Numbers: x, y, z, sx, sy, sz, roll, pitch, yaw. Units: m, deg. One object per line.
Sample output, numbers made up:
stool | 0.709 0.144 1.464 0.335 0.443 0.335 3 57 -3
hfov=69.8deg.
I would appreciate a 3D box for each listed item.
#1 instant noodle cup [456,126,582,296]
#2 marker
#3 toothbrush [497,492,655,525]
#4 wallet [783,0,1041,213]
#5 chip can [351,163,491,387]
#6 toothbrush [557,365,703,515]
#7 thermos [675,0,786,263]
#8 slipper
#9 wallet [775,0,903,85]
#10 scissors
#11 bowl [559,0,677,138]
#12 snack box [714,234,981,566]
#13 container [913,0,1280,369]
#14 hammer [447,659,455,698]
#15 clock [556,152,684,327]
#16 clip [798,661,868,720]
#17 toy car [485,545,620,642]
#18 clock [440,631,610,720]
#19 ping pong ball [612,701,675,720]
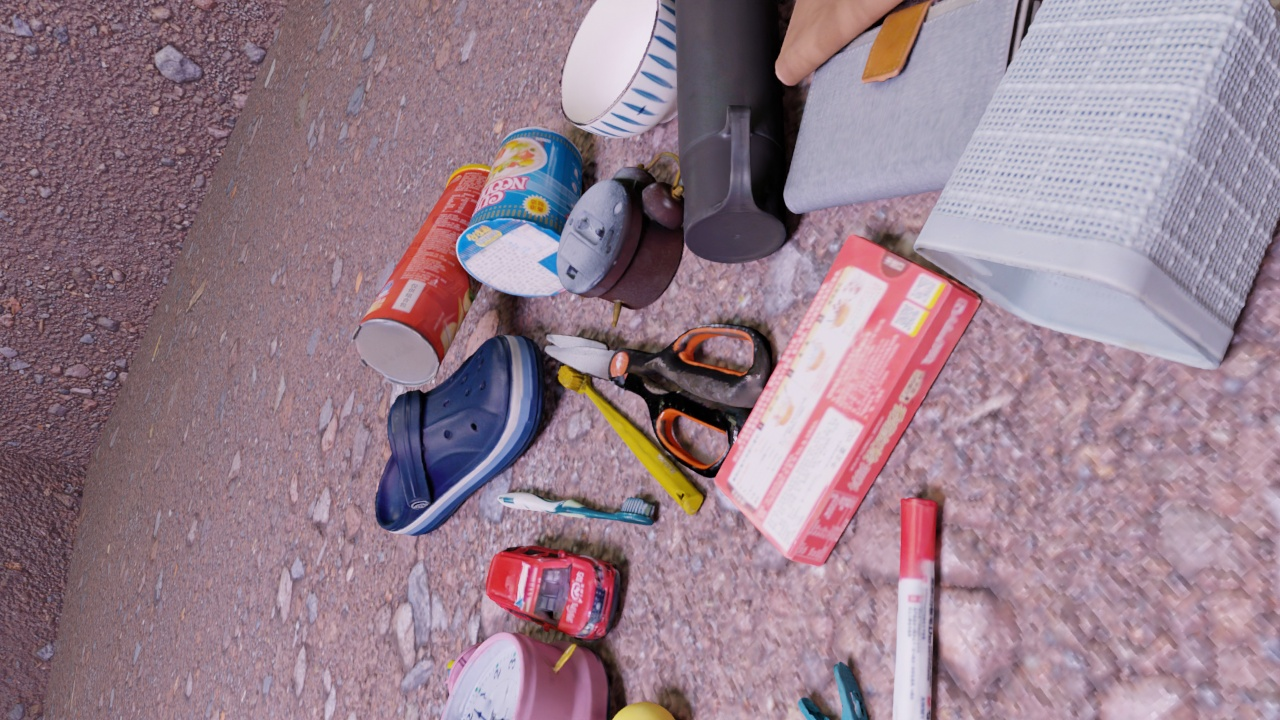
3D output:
instant noodle cup | -0.088 -0.122 0.732 0.099 0.099 0.109 -29 45 44
marker | 0.115 0.131 0.388 0.017 0.017 0.145 -14 64 51
toothbrush | -0.050 0.099 0.635 0.192 0.016 0.018 -5 60 53
wallet | 0.134 -0.135 0.473 0.130 0.037 0.106 1 76 54
chip can | -0.162 -0.077 0.760 0.073 0.073 0.216 -38 25 39
toothbrush | -0.013 0.046 0.606 0.016 0.016 0.190 -63 35 11
thermos | 0.058 -0.185 0.565 0.090 0.068 0.242 99 172 -65
slipper | -0.166 0.058 0.749 0.254 0.095 0.105 -45 45 38
wallet | 0.124 -0.219 0.518 0.101 0.020 0.115 -29 33 45
scissors | -0.008 0.021 0.596 0.236 0.021 0.139 -14 66 47
bowl | 0.000 -0.214 0.669 0.117 0.066 0.116 -27 55 45
snack box | 0.098 0.019 0.458 0.153 0.025 0.075 -63 34 12
container | 0.177 -0.070 0.338 0.090 0.090 0.111 26 93 55
hammer | -0.123 0.361 0.596 0.126 0.032 0.322 -30 51 43
clock | -0.009 -0.089 0.631 0.122 0.055 0.082 -62 35 11
clip | 0.092 0.165 0.408 0.034 0.013 0.055 -53 36 26
toy car | -0.059 0.149 0.599 0.121 0.045 0.053 -6 71 51
clock | -0.086 0.227 0.565 0.159 0.059 0.117 -31 38 49
ping pong ball | 0.002 0.203 0.490 0.040 0.040 0.040 -29 52 45
